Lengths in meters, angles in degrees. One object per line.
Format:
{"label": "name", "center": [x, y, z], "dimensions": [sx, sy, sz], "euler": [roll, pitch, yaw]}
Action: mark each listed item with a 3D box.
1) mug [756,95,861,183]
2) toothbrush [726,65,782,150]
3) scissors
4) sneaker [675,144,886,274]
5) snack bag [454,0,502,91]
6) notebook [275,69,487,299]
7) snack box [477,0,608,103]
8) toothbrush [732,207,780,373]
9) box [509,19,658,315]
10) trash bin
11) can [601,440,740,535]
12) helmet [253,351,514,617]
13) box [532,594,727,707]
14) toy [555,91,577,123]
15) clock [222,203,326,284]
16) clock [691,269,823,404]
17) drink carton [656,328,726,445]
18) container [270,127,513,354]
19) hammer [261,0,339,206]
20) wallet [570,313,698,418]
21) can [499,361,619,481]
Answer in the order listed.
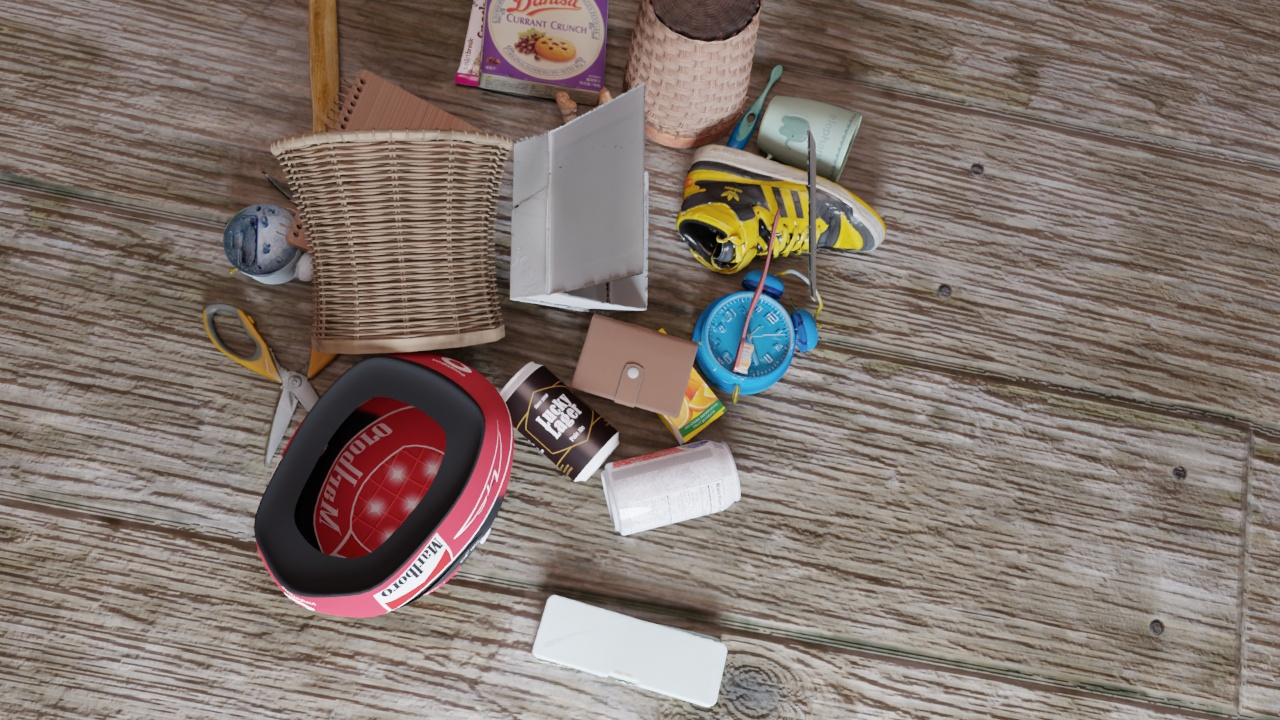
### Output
{"label": "mug", "center": [0.189, -0.248, 1.071], "dimensions": [0.104, 0.084, 0.111], "euler": [21, 103, 10]}
{"label": "toothbrush", "center": [0.137, -0.299, 1.106], "dimensions": [0.022, 0.017, 0.135], "euler": [29, 81, 1]}
{"label": "scissors", "center": [-0.388, 0.002, 1.004], "dimensions": [0.226, 0.016, 0.225], "euler": [21, 80, -1]}
{"label": "sneaker", "center": [0.152, -0.148, 1.039], "dimensions": [0.238, 0.086, 0.122], "euler": [22, 72, 4]}
{"label": "snack bag", "center": [-0.173, -0.418, 1.103], "dimensions": [0.070, 0.016, 0.196], "euler": [9, 78, -1]}
{"label": "notebook", "center": [-0.281, -0.195, 1.016], "dimensions": [0.169, 0.022, 0.210], "euler": [24, 77, -23]}
{"label": "snack box", "center": [-0.113, -0.384, 1.078], "dimensions": [0.143, 0.041, 0.148], "euler": [5, 79, -13]}
{"label": "toothbrush", "center": [0.129, -0.076, 0.986], "dimensions": [0.015, 0.015, 0.184], "euler": [14, 88, -3]}
{"label": "box", "center": [-0.060, -0.148, 0.852], "dimensions": [0.149, 0.413, 0.166], "euler": [0, 86, 0]}
{"label": "trash bin", "center": [0.062, -0.345, 1.009], "dimensions": [0.151, 0.210, 0.151], "euler": [1, 79, -5]}
{"label": "can", "center": [0.032, 0.134, 0.979], "dimensions": [0.136, 0.078, 0.078], "euler": [-13, 80, -7]}
{"label": "helmet", "center": [-0.236, 0.122, 0.883], "dimensions": [0.197, 0.225, 0.270], "euler": [27, 65, 3]}
{"label": "box", "center": [-0.011, 0.301, 0.957], "dimensions": [0.199, 0.070, 0.085], "euler": [14, 97, 0]}
{"label": "toy", "center": [-0.055, -0.256, 1.060], "dimensions": [0.085, 0.074, 0.106], "euler": [6, 100, 28]}
{"label": "clock", "center": [-0.394, -0.126, 1.007], "dimensions": [0.117, 0.057, 0.083], "euler": [-2, 78, -5]}
{"label": "clock", "center": [0.131, -0.035, 1.028], "dimensions": [0.161, 0.060, 0.117], "euler": [-43, 84, -6]}
{"label": "drink carton", "center": [0.033, 0.027, 1.019], "dimensions": [0.058, 0.041, 0.122], "euler": [-37, 83, -10]}
{"label": "container", "center": [-0.235, -0.115, 0.906], "dimensions": [0.227, 0.227, 0.196], "euler": [-3, 97, -5]}
{"label": "hammer", "center": [-0.368, -0.326, 1.064], "dimensions": [0.132, 0.033, 0.330], "euler": [-5, 78, -4]}
{"label": "wallet", "center": [-0.006, 0.006, 0.991], "dimensions": [0.121, 0.013, 0.087], "euler": [16, 82, 2]}
{"label": "can", "center": [-0.089, 0.066, 0.986], "dimensions": [0.128, 0.072, 0.071], "euler": [41, 78, 4]}
